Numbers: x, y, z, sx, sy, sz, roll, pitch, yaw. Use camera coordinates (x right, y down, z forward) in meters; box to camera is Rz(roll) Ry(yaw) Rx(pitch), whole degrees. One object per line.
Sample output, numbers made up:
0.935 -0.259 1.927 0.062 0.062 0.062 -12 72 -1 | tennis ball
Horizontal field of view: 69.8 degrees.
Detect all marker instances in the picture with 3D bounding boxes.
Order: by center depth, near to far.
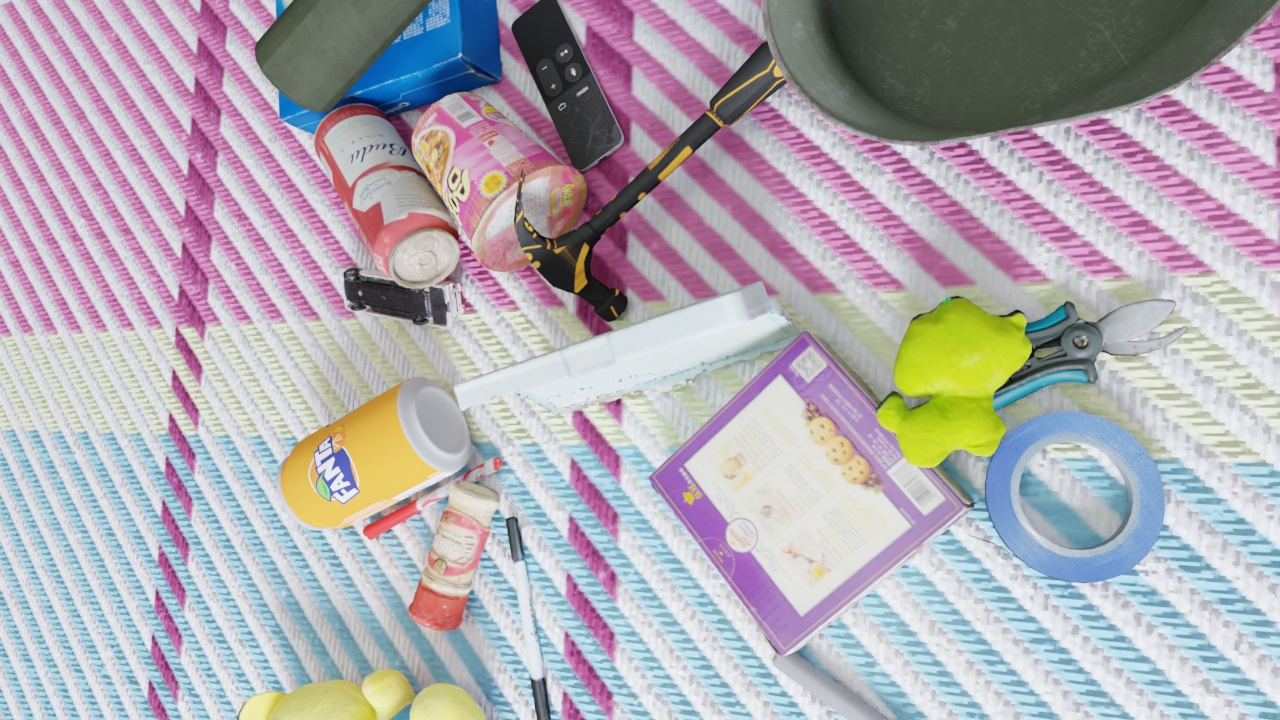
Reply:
0.141 0.220 0.556 0.140 0.016 0.016 31 98 26 | marker
-0.083 0.190 0.674 0.011 0.011 0.152 -17 77 24 | marker
-0.165 0.109 0.723 0.142 0.012 0.012 -29 72 21 | marker

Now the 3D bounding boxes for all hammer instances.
0.049 -0.165 0.610 0.321 0.123 0.036 -42 31 10 | hammer

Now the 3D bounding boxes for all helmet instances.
0.198 -0.218 0.495 0.268 0.153 0.227 -29 84 13 | helmet

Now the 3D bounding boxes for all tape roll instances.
0.241 0.076 0.514 0.091 0.016 0.093 22 90 20 | tape roll

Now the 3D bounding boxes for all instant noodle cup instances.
-0.110 -0.137 0.674 0.098 0.097 0.108 -47 67 14 | instant noodle cup

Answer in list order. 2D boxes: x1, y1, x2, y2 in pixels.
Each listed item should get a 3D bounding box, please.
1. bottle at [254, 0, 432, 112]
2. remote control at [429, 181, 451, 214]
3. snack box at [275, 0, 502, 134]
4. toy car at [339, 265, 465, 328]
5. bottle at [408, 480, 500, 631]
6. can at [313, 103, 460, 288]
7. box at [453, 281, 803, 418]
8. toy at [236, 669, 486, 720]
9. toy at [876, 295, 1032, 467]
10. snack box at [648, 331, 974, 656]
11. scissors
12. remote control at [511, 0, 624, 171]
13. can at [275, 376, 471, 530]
-0.199 -0.280 0.688 0.207 0.071 0.071 -39 69 18 | bottle
-0.171 -0.123 0.751 0.131 0.012 0.033 -44 65 16 | remote control
-0.219 -0.327 0.774 0.196 0.056 0.238 -9 82 26 | snack box
-0.191 -0.054 0.740 0.113 0.038 0.039 11 115 28 | toy car
-0.139 0.146 0.690 0.044 0.044 0.109 20 93 27 | bottle
-0.200 -0.131 0.720 0.067 0.067 0.170 -45 57 15 | can
-0.005 -0.003 0.586 0.198 0.136 0.049 -17 76 24 | box
-0.195 0.306 0.679 0.214 0.084 0.149 -14 77 27 | toy
0.179 0.011 0.524 0.094 0.036 0.093 -17 74 13 | toy
0.102 0.082 0.577 0.148 0.040 0.143 -45 68 16 | snack box
0.225 -0.003 0.537 0.153 0.019 0.128 30 99 27 | scissors
-0.058 -0.215 0.707 0.045 0.008 0.146 -31 72 21 | remote control
-0.206 0.075 0.710 0.143 0.079 0.079 -27 73 21 | can
